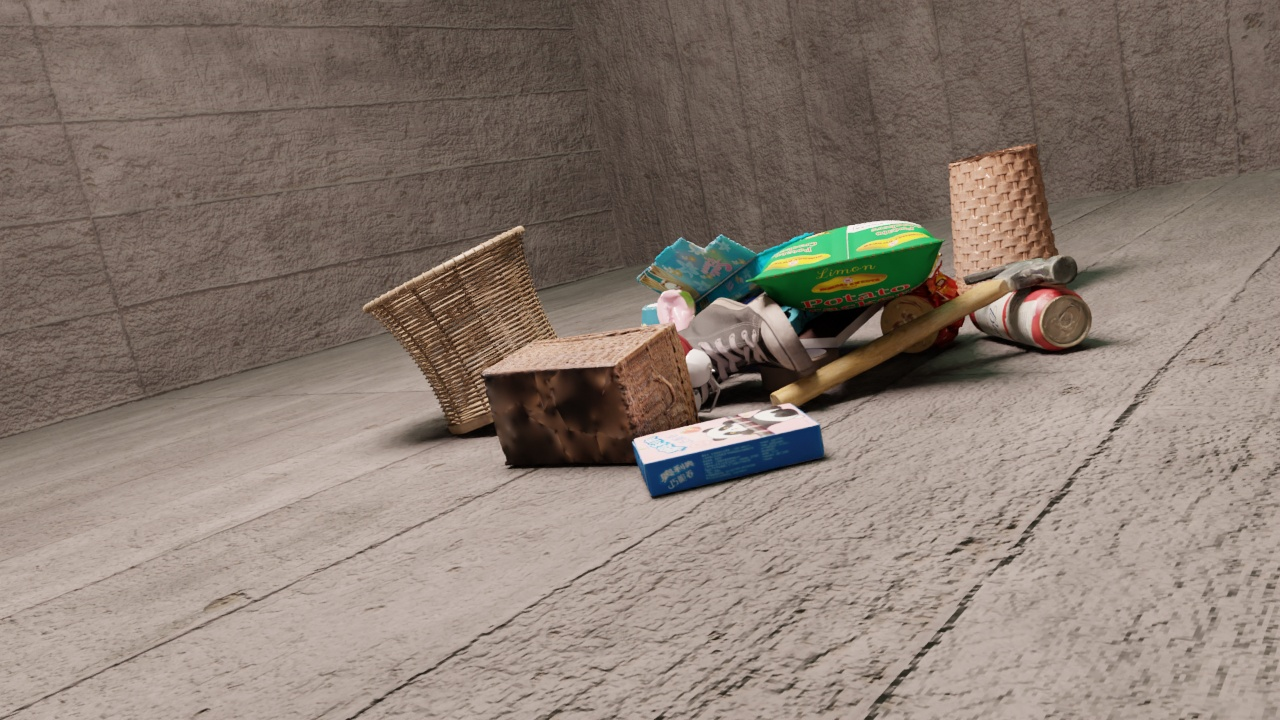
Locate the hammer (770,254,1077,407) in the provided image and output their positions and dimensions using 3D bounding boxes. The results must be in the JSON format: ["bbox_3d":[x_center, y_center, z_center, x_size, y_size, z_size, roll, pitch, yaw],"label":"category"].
[{"bbox_3d":[0.285,-0.028,0.968,0.330,0.033,0.132,-26,8,-9],"label":"hammer"}]

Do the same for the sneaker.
[{"bbox_3d":[0.097,-0.005,1.011,0.119,0.095,0.235,-39,21,-12],"label":"sneaker"}]

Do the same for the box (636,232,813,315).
[{"bbox_3d":[0.111,-0.110,1.217,0.180,0.074,0.228,2,-14,-19],"label":"box"}]

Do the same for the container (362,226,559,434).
[{"bbox_3d":[-0.208,-0.035,1.190,0.227,0.196,0.226,-27,9,5],"label":"container"}]

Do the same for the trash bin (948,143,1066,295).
[{"bbox_3d":[0.512,-0.189,1.305,0.151,0.210,0.151,-12,10,2],"label":"trash bin"}]

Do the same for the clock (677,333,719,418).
[{"bbox_3d":[0.027,0.015,0.988,0.124,0.087,0.044,28,39,17],"label":"clock"}]

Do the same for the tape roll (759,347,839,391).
[{"bbox_3d":[0.187,0.009,1.075,0.094,0.030,0.093,-11,9,2],"label":"tape roll"}]

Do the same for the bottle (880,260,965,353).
[{"bbox_3d":[0.343,-0.061,1.099,0.099,0.099,0.111,-5,12,35],"label":"bottle"}]

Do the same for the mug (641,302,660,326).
[{"bbox_3d":[0.038,-0.031,1.273,0.084,0.104,0.112,-14,10,-14],"label":"mug"}]

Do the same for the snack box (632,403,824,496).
[{"bbox_3d":[0.074,0.076,0.803,0.154,0.033,0.088,-12,10,-4],"label":"snack box"}]

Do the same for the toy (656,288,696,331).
[{"bbox_3d":[-0.007,0.007,1.166,0.206,0.131,0.105,-20,25,29],"label":"toy"}]

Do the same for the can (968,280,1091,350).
[{"bbox_3d":[0.432,-0.053,1.027,0.067,0.067,0.170,-12,10,-3],"label":"can"}]

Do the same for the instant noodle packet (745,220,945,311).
[{"bbox_3d":[0.236,-0.104,1.023,0.196,0.090,0.252,-11,0,18],"label":"instant noodle packet"}]

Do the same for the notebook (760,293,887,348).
[{"bbox_3d":[0.207,-0.058,1.186,0.210,0.022,0.171,-1,27,46],"label":"notebook"}]

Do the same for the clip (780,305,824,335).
[{"bbox_3d":[0.181,-0.058,1.143,0.113,0.028,0.126,-6,25,44],"label":"clip"}]

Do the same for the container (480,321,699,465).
[{"bbox_3d":[-0.054,0.039,0.943,0.199,0.114,0.112,-7,14,34],"label":"container"}]
